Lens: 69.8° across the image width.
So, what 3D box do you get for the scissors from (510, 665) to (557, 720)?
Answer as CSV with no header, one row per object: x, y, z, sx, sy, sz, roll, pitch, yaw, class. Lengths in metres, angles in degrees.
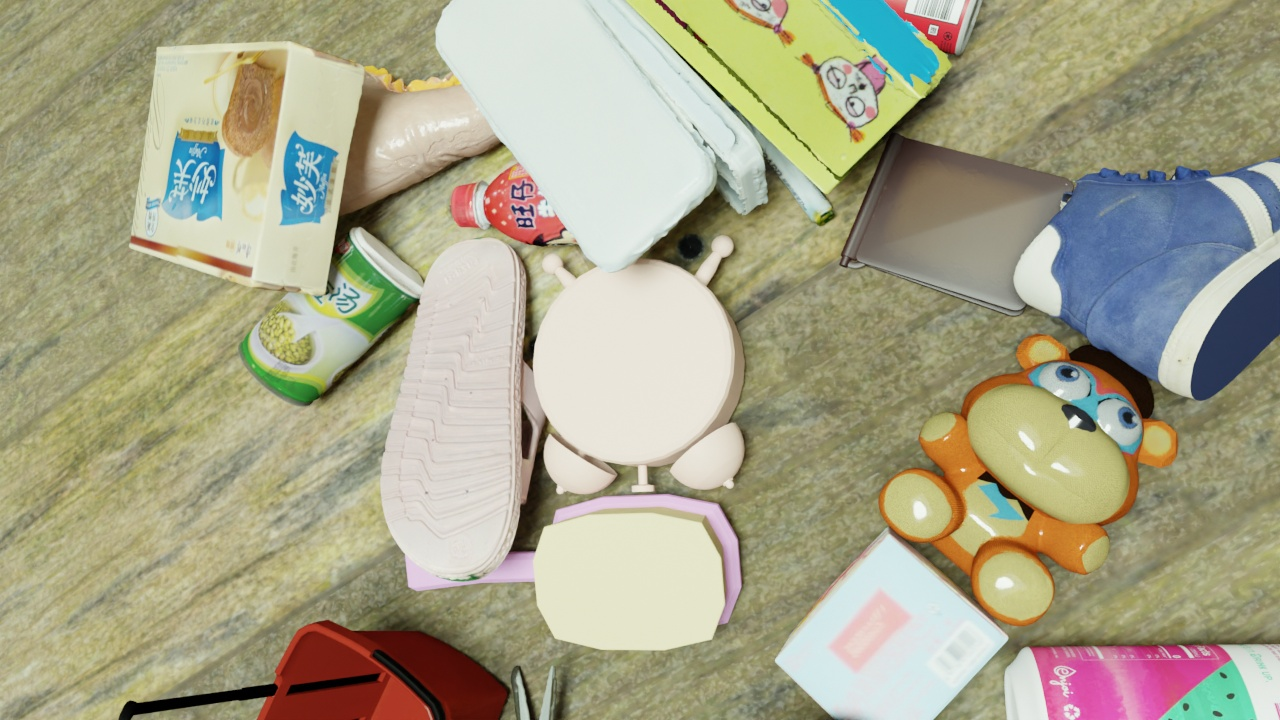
-0.065,0.301,0.567,0.196,0.015,0.180,53,125,45,scissors

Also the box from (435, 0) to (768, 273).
-0.016,-0.160,0.564,0.130,0.105,0.211,-38,75,16,box

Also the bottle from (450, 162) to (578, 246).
-0.060,-0.107,0.620,0.138,0.062,0.062,-1,82,16,bottle

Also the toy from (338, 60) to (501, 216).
-0.149,-0.197,0.658,0.264,0.065,0.196,-25,75,7,toy

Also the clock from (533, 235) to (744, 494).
-0.003,0.003,0.582,0.131,0.086,0.160,-4,87,15,clock

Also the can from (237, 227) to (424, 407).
-0.217,-0.031,0.649,0.121,0.067,0.067,-43,74,6,can

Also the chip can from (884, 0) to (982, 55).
0.110,-0.249,0.597,0.215,0.051,0.052,21,88,17,chip can

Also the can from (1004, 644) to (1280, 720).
0.280,0.192,0.469,0.166,0.088,0.088,-5,81,15,can

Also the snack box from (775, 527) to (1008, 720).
0.137,0.153,0.511,0.079,0.094,0.093,42,95,17,snack box

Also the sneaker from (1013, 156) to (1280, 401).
0.315,-0.080,0.509,0.232,0.091,0.118,-40,41,-14,sneaker

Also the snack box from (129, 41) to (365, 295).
-0.281,-0.136,0.638,0.208,0.055,0.153,15,96,40,snack box

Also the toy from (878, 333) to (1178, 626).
0.215,0.057,0.502,0.112,0.096,0.175,40,59,19,toy

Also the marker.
0.081,-0.149,0.609,0.017,0.017,0.146,-36,74,8,marker

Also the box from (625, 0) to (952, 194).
0.071,-0.209,0.532,0.221,0.124,0.083,46,126,-2,box

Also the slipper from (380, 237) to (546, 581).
-0.112,0.032,0.615,0.094,0.064,0.238,-8,63,16,slipper

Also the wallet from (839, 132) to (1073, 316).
0.194,-0.084,0.571,0.116,0.018,0.091,22,89,21,wallet

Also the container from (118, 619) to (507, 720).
-0.181,0.233,0.529,0.127,0.200,0.148,25,90,23,container

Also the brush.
-0.052,0.135,0.585,0.229,0.043,0.089,-4,94,15,brush
